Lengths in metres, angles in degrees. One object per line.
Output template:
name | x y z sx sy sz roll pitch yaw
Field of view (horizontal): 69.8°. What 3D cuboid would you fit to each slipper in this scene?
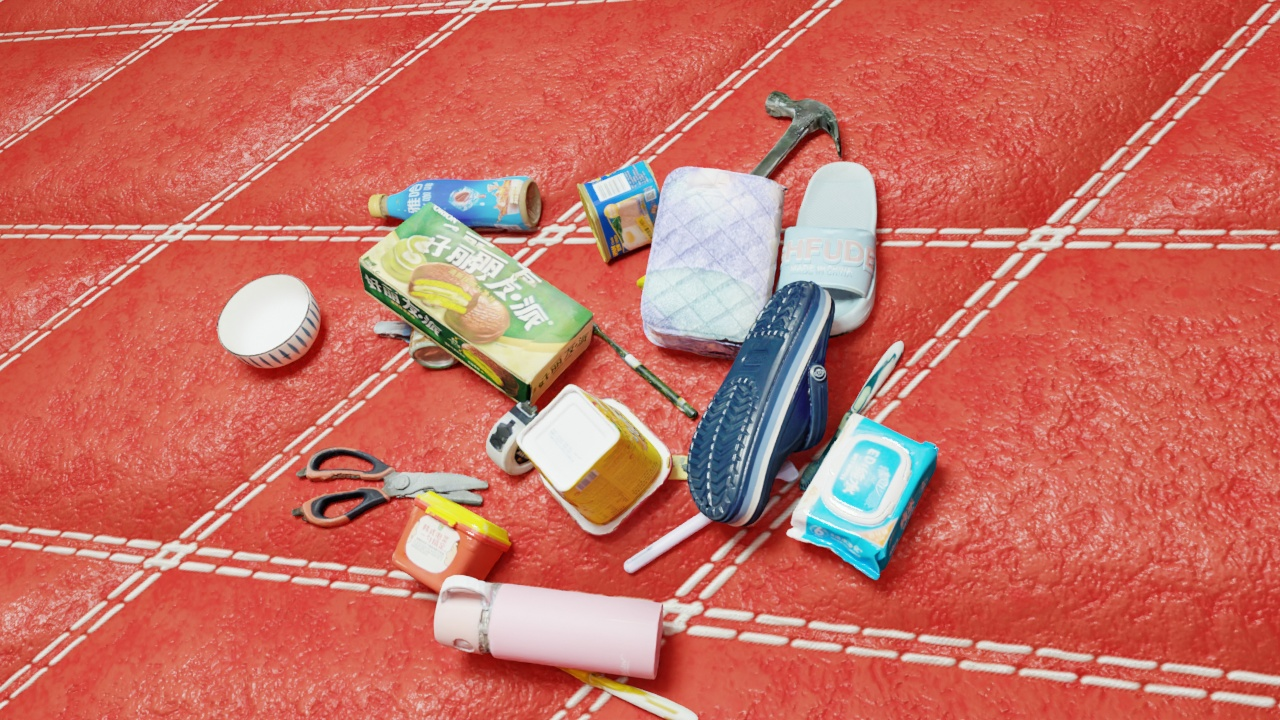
slipper | 0.204 -0.127 0.982 0.104 0.074 0.244 7 59 17
slipper | 0.127 0.045 0.873 0.095 0.105 0.252 29 72 -18

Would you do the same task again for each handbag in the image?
handbag | 0.077 -0.103 0.973 0.134 0.075 0.193 9 76 6

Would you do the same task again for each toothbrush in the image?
toothbrush | 0.066 0.151 0.876 0.189 0.021 0.029 -30 18 -4
toothbrush | 0.209 0.050 0.902 0.016 0.018 0.191 28 69 28
toothbrush | -0.037 0.283 0.817 0.191 0.018 0.016 15 47 23
toothbrush | -0.006 0.006 0.986 0.186 0.017 0.012 40 113 31

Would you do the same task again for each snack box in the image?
snack box | -0.178 -0.063 0.997 0.240 0.063 0.114 35 60 12
snack box | -0.186 0.180 0.886 0.091 0.082 0.080 23 76 25

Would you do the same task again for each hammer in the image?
hammer | 0.116 -0.189 1.065 0.126 0.032 0.322 29 70 35

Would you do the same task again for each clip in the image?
clip | -0.288 -0.037 1.084 0.058 0.041 0.026 4 62 22

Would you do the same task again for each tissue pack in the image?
tissue pack | 0.203 0.120 0.832 0.090 0.063 0.139 24 67 26

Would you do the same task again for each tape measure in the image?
tape measure | -0.124 0.082 0.938 0.066 0.066 0.033 -43 54 -17

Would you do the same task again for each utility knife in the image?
utility knife | 0.015 0.105 0.923 0.198 0.021 0.030 3 66 11

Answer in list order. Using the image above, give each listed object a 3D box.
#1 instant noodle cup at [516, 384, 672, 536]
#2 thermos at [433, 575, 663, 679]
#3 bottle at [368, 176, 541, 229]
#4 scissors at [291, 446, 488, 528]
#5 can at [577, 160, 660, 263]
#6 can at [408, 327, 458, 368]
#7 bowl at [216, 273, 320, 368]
instant noodle cup | -0.048 0.089 0.867 0.116 0.123 0.116 -45 64 -2
thermos | -0.080 0.228 0.807 0.199 0.087 0.067 7 41 7
bottle | -0.234 -0.194 1.141 0.219 0.065 0.065 2 59 16
scissors | -0.269 0.143 0.969 0.197 0.015 0.205 -41 58 -14
can | -0.018 -0.171 1.050 0.083 0.102 0.057 -22 56 -4
can | -0.231 -0.065 1.063 0.058 0.058 0.147 -7 57 10
bowl | -0.432 -0.038 1.093 0.116 0.066 0.116 -6 58 10
